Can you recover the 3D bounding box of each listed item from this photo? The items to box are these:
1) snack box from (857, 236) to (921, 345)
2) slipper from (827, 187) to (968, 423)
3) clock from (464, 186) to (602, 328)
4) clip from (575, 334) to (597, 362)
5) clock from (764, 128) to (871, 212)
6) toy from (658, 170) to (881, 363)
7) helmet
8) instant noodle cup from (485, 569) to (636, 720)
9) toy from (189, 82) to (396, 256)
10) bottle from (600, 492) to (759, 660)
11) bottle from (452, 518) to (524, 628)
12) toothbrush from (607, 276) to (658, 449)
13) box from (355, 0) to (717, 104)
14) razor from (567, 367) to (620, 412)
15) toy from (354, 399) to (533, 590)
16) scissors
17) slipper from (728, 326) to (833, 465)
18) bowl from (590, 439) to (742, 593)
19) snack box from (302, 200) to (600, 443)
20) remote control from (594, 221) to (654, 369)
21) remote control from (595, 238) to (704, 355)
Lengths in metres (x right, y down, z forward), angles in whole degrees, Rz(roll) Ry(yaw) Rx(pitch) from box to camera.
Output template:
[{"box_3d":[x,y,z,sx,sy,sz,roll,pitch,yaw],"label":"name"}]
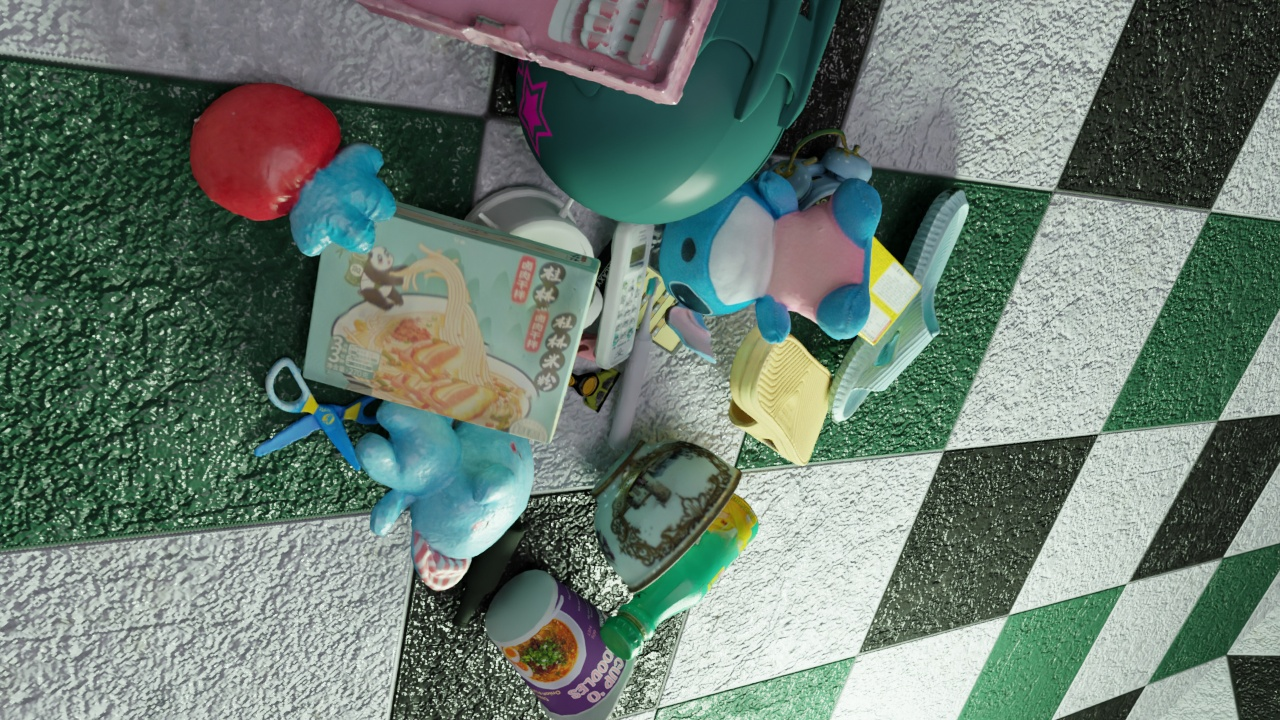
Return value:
[{"box_3d":[0.202,-0.077,0.863,0.152,0.025,0.075,31,100,-43],"label":"snack box"},{"box_3d":[0.285,-0.048,0.967,0.276,0.069,0.115,-64,159,11],"label":"slipper"},{"box_3d":[-0.091,-0.064,0.743,0.119,0.061,0.159,-17,130,-20],"label":"clock"},{"box_3d":[-0.048,-0.008,0.828,0.059,0.023,0.045,-17,124,-30],"label":"clip"},{"box_3d":[0.157,-0.139,0.851,0.118,0.060,0.162,-23,130,-19],"label":"clock"},{"box_3d":[0.105,-0.104,0.772,0.098,0.192,0.224,-6,103,-67],"label":"toy"},{"box_3d":[0.032,-0.223,0.626,0.176,0.200,0.275,18,107,-39],"label":"helmet"},{"box_3d":[-0.086,0.282,0.917,0.122,0.136,0.122,-33,122,7],"label":"instant noodle cup"},{"box_3d":[-0.225,-0.124,0.601,0.133,0.062,0.092,35,95,-19],"label":"toy"},{"box_3d":[0.040,0.220,0.945,0.209,0.068,0.068,-40,135,-36],"label":"bottle"},{"box_3d":[-0.151,0.205,0.883,0.033,0.033,0.123,16,109,-38],"label":"bottle"},{"box_3d":[-0.005,0.005,0.849,0.019,0.018,0.188,-8,128,-30],"label":"toothbrush"},{"box_3d":[-0.054,-0.266,0.541,0.179,0.233,0.040,-69,162,10],"label":"box"},{"box_3d":[-0.081,0.010,0.818,0.144,0.021,0.044,21,105,-37],"label":"razor"},{"box_3d":[-0.150,0.090,0.752,0.183,0.115,0.180,-64,146,-18],"label":"toy"},{"box_3d":[-0.250,0.043,0.733,0.125,0.013,0.126,-31,125,-15],"label":"scissors"},{"box_3d":[0.132,0.029,0.922,0.099,0.078,0.263,-62,151,-7],"label":"slipper"},{"box_3d":[0.010,0.133,0.888,0.094,0.160,0.160,43,90,-1],"label":"bowl"},{"box_3d":[-0.140,-0.031,0.678,0.193,0.044,0.142,16,113,-2],"label":"snack box"},{"box_3d":[-0.017,-0.059,0.787,0.050,0.022,0.133,-30,135,-57],"label":"remote control"},{"box_3d":[0.004,-0.055,0.836,0.133,0.013,0.058,31,98,-41],"label":"remote control"}]
